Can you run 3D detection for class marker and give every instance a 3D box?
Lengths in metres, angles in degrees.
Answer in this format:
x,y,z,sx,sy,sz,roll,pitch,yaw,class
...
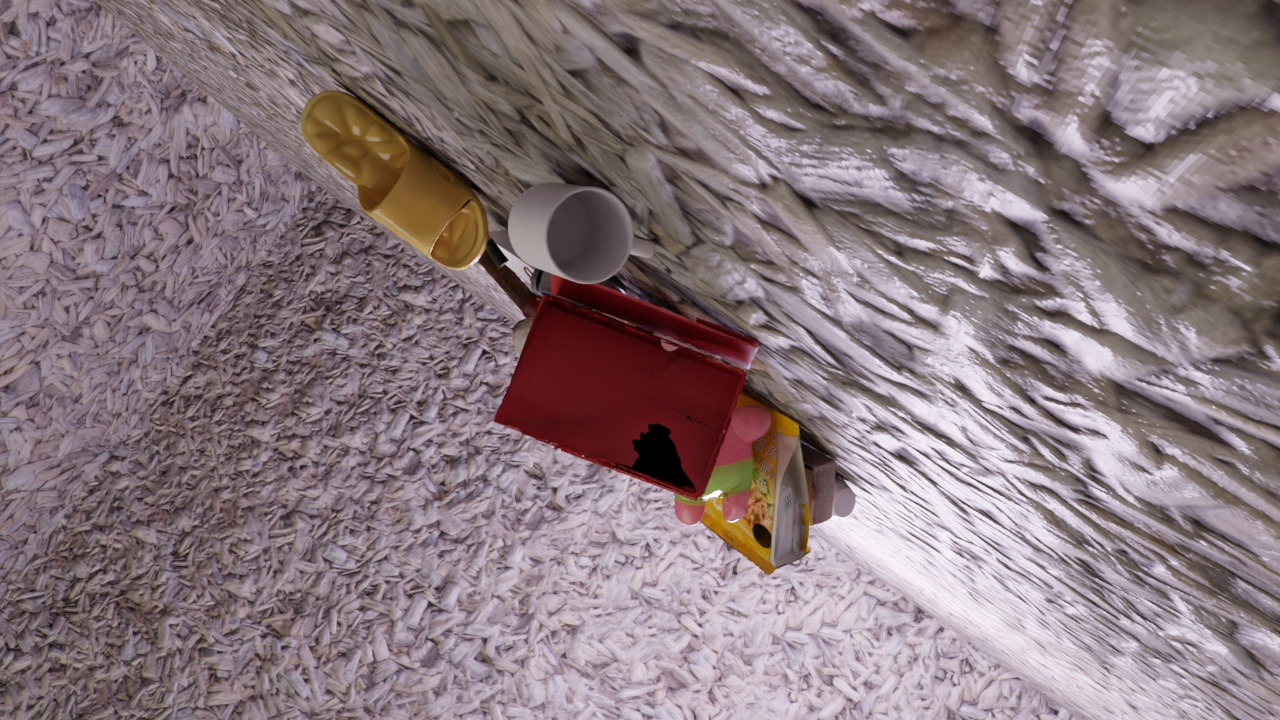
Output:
x,y,z,sx,sy,sz,roll,pitch,yaw,class
-0.210,-0.177,1.129,0.146,0.017,0.017,55,173,-5,marker

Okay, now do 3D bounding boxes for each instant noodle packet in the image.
x,y,z,sx,sy,sz,roll,pitch,yaw,class
0.146,0.145,1.213,0.163,0.084,0.222,33,135,47,instant noodle packet

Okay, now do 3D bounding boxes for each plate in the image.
x,y,z,sx,sy,sz,roll,pitch,yaw,class
-0.141,-0.131,1.219,0.174,0.036,0.174,35,175,3,plate

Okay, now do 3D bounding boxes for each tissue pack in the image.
x,y,z,sx,sy,sz,roll,pitch,yaw,class
0.201,0.154,1.284,0.181,0.071,0.104,25,124,51,tissue pack

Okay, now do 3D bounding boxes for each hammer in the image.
x,y,z,sx,sy,sz,roll,pitch,yaw,class
-0.212,-0.075,1.456,0.300,0.217,0.037,48,160,12,hammer

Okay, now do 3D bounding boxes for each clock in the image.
x,y,z,sx,sy,sz,roll,pitch,yaw,class
-0.081,-0.087,1.077,0.148,0.056,0.104,19,173,30,clock

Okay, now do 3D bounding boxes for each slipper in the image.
x,y,z,sx,sy,sz,roll,pitch,yaw,class
-0.287,-0.212,1.077,0.263,0.099,0.078,42,-170,-10,slipper

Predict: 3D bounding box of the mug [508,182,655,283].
x,y,z,sx,sy,sz,roll,pitch,yaw,class
-0.041,-0.101,0.745,0.110,0.074,0.090,9,-172,-27,mug

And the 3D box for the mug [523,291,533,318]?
x,y,z,sx,sy,sz,roll,pitch,yaw,class
-0.135,-0.062,1.407,0.082,0.106,0.073,35,-177,8,mug

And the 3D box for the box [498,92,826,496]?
x,y,z,sx,sy,sz,roll,pitch,yaw,class
-0.001,-0.033,0.775,0.213,0.147,0.375,22,148,5,box

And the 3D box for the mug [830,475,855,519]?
x,y,z,sx,sy,sz,roll,pitch,yaw,class
0.259,0.180,1.327,0.089,0.071,0.107,15,134,57,mug

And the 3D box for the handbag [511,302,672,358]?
x,y,z,sx,sy,sz,roll,pitch,yaw,class
-0.036,-0.011,1.035,0.195,0.072,0.139,-4,148,37,handbag

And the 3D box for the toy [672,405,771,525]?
x,y,z,sx,sy,sz,roll,pitch,yaw,class
0.072,0.089,1.158,0.192,0.237,0.096,-13,-175,34,toy
